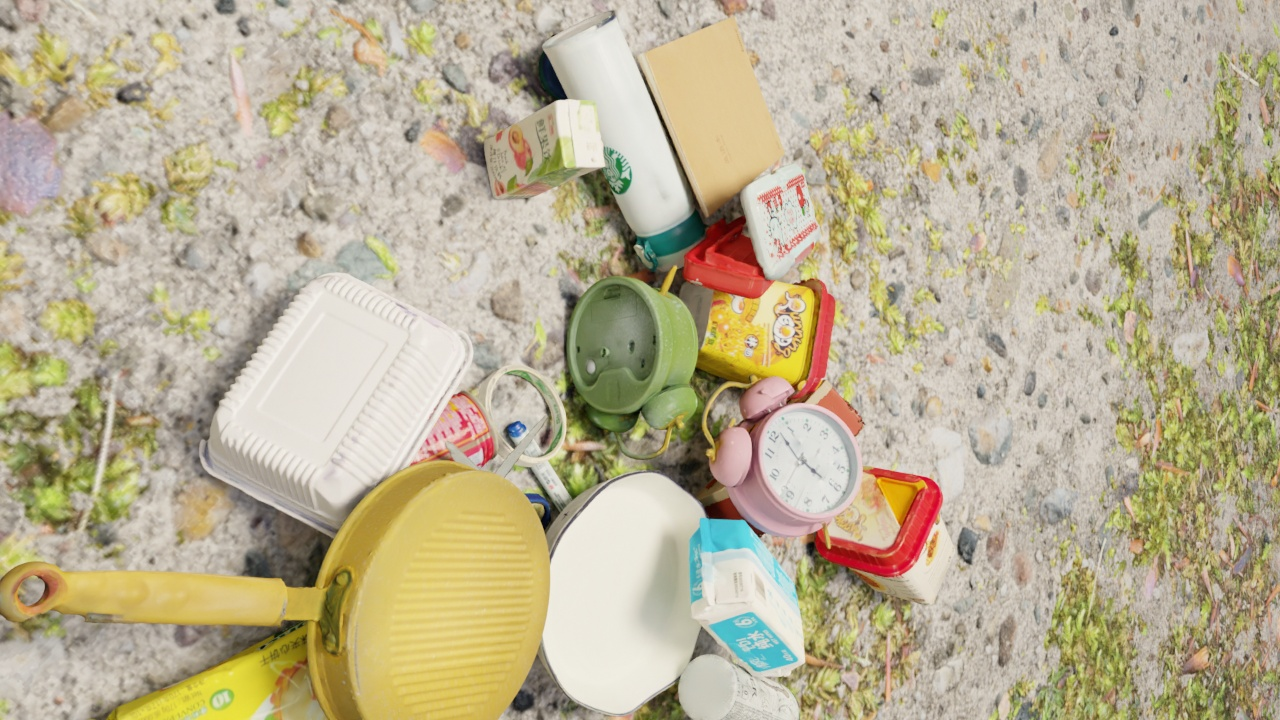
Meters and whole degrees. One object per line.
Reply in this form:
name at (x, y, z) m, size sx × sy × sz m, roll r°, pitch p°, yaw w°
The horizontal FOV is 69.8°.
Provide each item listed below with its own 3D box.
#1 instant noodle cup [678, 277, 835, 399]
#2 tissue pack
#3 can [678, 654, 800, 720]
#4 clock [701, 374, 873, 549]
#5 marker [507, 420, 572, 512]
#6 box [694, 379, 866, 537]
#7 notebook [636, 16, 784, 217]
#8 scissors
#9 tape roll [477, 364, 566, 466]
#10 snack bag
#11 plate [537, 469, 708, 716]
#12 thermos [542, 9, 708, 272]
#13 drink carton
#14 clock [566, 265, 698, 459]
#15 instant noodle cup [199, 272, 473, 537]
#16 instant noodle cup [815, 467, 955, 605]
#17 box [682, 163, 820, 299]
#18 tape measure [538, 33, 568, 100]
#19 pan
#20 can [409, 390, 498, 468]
instant noodle cup at (0.102, -0.028, 0.867) m, size 0.123 × 0.116 × 0.116 m, roll 14°, pitch 80°, yaw -21°
tissue pack at (0.090, 0.209, 0.803) m, size 0.140 × 0.063 × 0.089 m, roll 51°, pitch 25°, yaw -35°
can at (0.094, 0.314, 0.845) m, size 0.146 × 0.058 × 0.058 m, roll 40°, pitch 65°, yaw -47°
clock at (0.121, 0.081, 0.799) m, size 0.158 × 0.060 × 0.117 m, roll 37°, pitch 64°, yaw -3°
marker at (-0.072, 0.114, 0.791) m, size 0.016 × 0.017 × 0.146 m, roll -40°, pitch 109°, yaw -29°
box at (0.139, 0.104, 0.885) m, size 0.077 × 0.091 × 0.168 m, roll 49°, pitch 62°, yaw 0°
notebook at (0.075, -0.236, 0.866) m, size 0.210 × 0.012 × 0.149 m, roll -45°, pitch 115°, yaw -52°
scissors at (-0.123, 0.111, 0.714) m, size 0.162 × 0.012 × 0.174 m, roll -38°, pitch 144°, yaw -6°
tape roll at (-0.097, 0.045, 0.761) m, size 0.085 × 0.014 × 0.085 m, roll 25°, pitch 53°, yaw -39°
snack bag at (-0.236, 0.259, 0.640) m, size 0.245 × 0.068 × 0.158 m, roll -22°, pitch 100°, yaw -34°
plate at (-0.016, 0.196, 0.790) m, size 0.204 × 0.046 × 0.205 m, roll -2°, pitch 94°, yaw -44°
thermos at (-0.008, -0.183, 0.804) m, size 0.073 × 0.073 × 0.224 m, roll -42°, pitch 120°, yaw -29°
drink carton at (-0.077, -0.167, 0.738) m, size 0.045 × 0.123 × 0.053 m, roll -10°, pitch 92°, yaw -36°
clock at (-0.005, 0.005, 0.785) m, size 0.056 × 0.116 × 0.161 m, roll 1°, pitch 84°, yaw -45°
instant noodle cup at (-0.213, 0.019, 0.635) m, size 0.138 × 0.060 × 0.173 m, roll 26°, pitch 68°, yaw 6°
instant noodle cup at (0.266, 0.189, 0.968) m, size 0.124 × 0.116 × 0.116 m, roll 50°, pitch 62°, yaw -36°
box at (0.113, -0.127, 0.822) m, size 0.201 × 0.095 × 0.098 m, roll -41°, pitch 145°, yaw -63°
tape measure at (-0.064, -0.257, 0.809) m, size 0.054 × 0.025 × 0.058 m, roll -8°, pitch 103°, yaw -32°
pan at (-0.191, 0.151, 0.571) m, size 0.357 × 0.078 × 0.197 m, roll 22°, pitch 73°, yaw -56°
can at (-0.163, 0.068, 0.701) m, size 0.093 × 0.067 × 0.066 m, roll -27°, pitch 102°, yaw -32°
